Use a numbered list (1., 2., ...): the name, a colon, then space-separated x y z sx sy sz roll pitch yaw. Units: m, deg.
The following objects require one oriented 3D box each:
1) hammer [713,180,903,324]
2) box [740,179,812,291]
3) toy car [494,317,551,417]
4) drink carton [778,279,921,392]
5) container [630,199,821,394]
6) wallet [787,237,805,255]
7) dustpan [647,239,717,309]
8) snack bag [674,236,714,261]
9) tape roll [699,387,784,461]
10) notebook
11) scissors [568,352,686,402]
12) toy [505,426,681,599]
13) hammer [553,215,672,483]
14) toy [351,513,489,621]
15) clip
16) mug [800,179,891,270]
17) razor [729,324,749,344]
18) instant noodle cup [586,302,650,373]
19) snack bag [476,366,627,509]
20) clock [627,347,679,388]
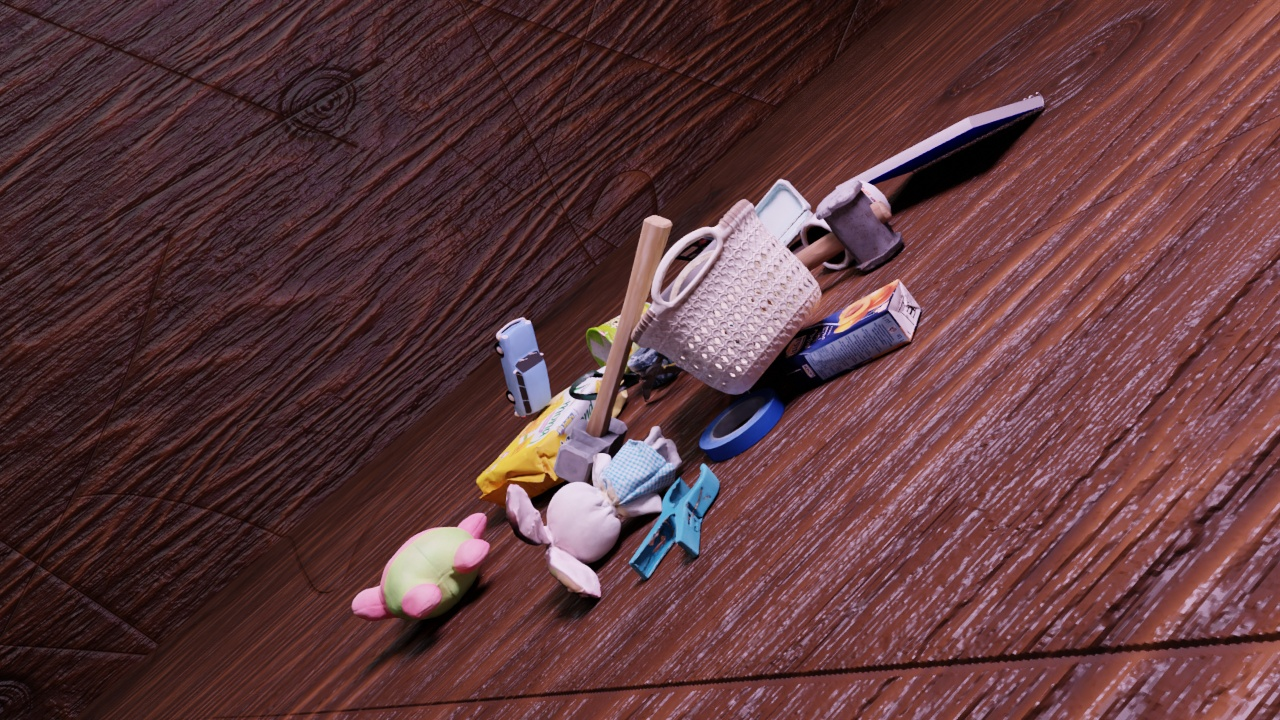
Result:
1. hammer: 0.165 -0.097 1.134 0.329 0.098 0.052 -34 13 33
2. box: 0.168 -0.163 1.353 0.198 0.075 0.125 -49 15 28
3. toy car: -0.167 0.013 1.330 0.055 0.153 0.056 21 43 36
4. drink carton: 0.198 -0.021 0.878 0.130 0.040 0.064 -30 14 39
5. container: 0.092 -0.059 0.967 0.185 0.143 0.246 -51 -4 6
6. wallet: 0.259 -0.177 1.296 0.100 0.031 0.119 -23 18 48
7. dustpan: 0.063 -0.107 1.350 0.256 0.033 0.164 -46 2 -36
8. snack bag: 0.126 -0.176 1.495 0.155 0.018 0.075 4 -23 -38
9. tape roll: 0.101 0.064 0.918 0.091 0.016 0.093 -43 12 -14
10. notebook: 0.378 -0.271 1.163 0.171 0.022 0.210 -23 0 -35
11. scissors: -0.007 0.007 1.165 0.203 0.015 0.202 -22 -33 -26
12. toy: -0.041 0.137 0.909 0.204 0.131 0.106 -40 -6 -32
13. hammer: -0.023 -0.010 1.058 0.117 0.051 0.323 -39 -31 -63
14. toy: -0.260 0.261 1.126 0.191 0.097 0.237 -36 2 -25
15. clip: 0.026 0.147 0.829 0.114 0.028 0.126 -27 18 41
16. mug: 0.258 -0.164 1.170 0.089 0.073 0.105 -44 -16 -20
17. razor: 0.130 -0.045 1.219 0.042 0.022 0.144 -38 11 1
18. instant noodle cup: -0.016 -0.037 1.484 0.107 0.099 0.099 -36 9 -25
19. snack bag: -0.119 0.111 1.288 0.160 0.068 0.246 -29 15 41
20. clock: 0.035 -0.006 1.291 0.090 0.052 0.130 -44 12 -22
